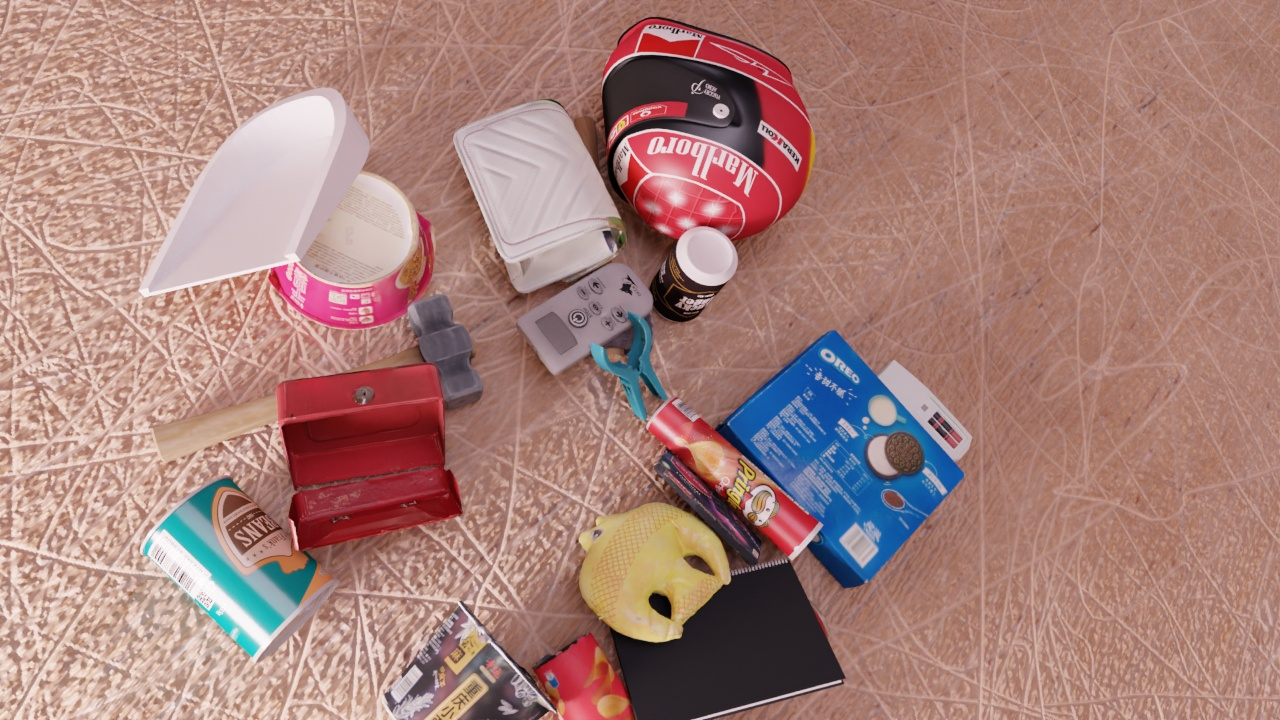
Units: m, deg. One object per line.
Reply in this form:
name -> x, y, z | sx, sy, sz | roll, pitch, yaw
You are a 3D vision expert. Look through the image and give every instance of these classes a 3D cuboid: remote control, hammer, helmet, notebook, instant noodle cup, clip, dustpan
remote control -> 0.351, 0.064, 1.139 | 0.049, 0.024, 0.143 | -41, 86, -24
remote control -> -0.056, -0.051, 1.007 | 0.150, 0.019, 0.074 | -34, 80, -25
hammer -> -0.052, -0.151, 1.093 | 0.098, 0.052, 0.328 | -2, 68, -17
helmet -> 0.068, -0.252, 1.077 | 0.271, 0.198, 0.224 | 20, 62, -4
notebook -> 0.080, 0.283, 0.928 | 0.206, 0.016, 0.149 | -11, 43, -11
instant noodle cup -> -0.311, -0.129, 0.990 | 0.178, 0.078, 0.178 | 5, 70, -14
clip -> 0.003, -0.007, 1.018 | 0.130, 0.031, 0.121 | 40, 77, -43
hammer -> -0.328, 0.032, 0.947 | 0.322, 0.051, 0.117 | -20, 76, -19
dustpan -> -0.381, -0.184, 0.928 | 0.192, 0.053, 0.257 | -9, 42, 21
instant noodle cup -> -0.164, 0.312, 0.853 | 0.112, 0.137, 0.137 | -41, 86, -16

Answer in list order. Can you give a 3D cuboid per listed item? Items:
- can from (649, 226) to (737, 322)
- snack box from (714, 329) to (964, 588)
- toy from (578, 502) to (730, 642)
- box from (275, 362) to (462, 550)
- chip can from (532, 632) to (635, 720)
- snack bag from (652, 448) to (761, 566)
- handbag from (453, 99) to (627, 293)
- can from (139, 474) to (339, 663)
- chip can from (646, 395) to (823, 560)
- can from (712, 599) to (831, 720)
can -> 0.059, -0.096, 1.056 | 0.072, 0.129, 0.071 | 5, 69, -14
snack box -> 0.232, 0.110, 1.071 | 0.195, 0.056, 0.239 | -39, 84, -24
toy -> 0.005, 0.212, 0.952 | 0.155, 0.065, 0.170 | 31, 45, 23
box -> -0.267, 0.083, 0.895 | 0.157, 0.147, 0.156 | -10, 92, -19
chip can -> -0.016, 0.380, 0.895 | 0.073, 0.073, 0.233 | -30, 80, -23
snack bag -> 0.074, 0.160, 1.004 | 0.155, 0.074, 0.018 | 44, 101, 2
handbag -> -0.113, -0.188, 1.038 | 0.142, 0.096, 0.198 | -21, 64, -6
can -> -0.367, 0.191, 0.847 | 0.144, 0.099, 0.099 | 43, 65, 2
chip can -> 0.101, 0.127, 1.010 | 0.215, 0.052, 0.051 | 41, 65, 13
can -> 0.116, 0.311, 0.960 | 0.170, 0.067, 0.067 | -22, 78, -21
